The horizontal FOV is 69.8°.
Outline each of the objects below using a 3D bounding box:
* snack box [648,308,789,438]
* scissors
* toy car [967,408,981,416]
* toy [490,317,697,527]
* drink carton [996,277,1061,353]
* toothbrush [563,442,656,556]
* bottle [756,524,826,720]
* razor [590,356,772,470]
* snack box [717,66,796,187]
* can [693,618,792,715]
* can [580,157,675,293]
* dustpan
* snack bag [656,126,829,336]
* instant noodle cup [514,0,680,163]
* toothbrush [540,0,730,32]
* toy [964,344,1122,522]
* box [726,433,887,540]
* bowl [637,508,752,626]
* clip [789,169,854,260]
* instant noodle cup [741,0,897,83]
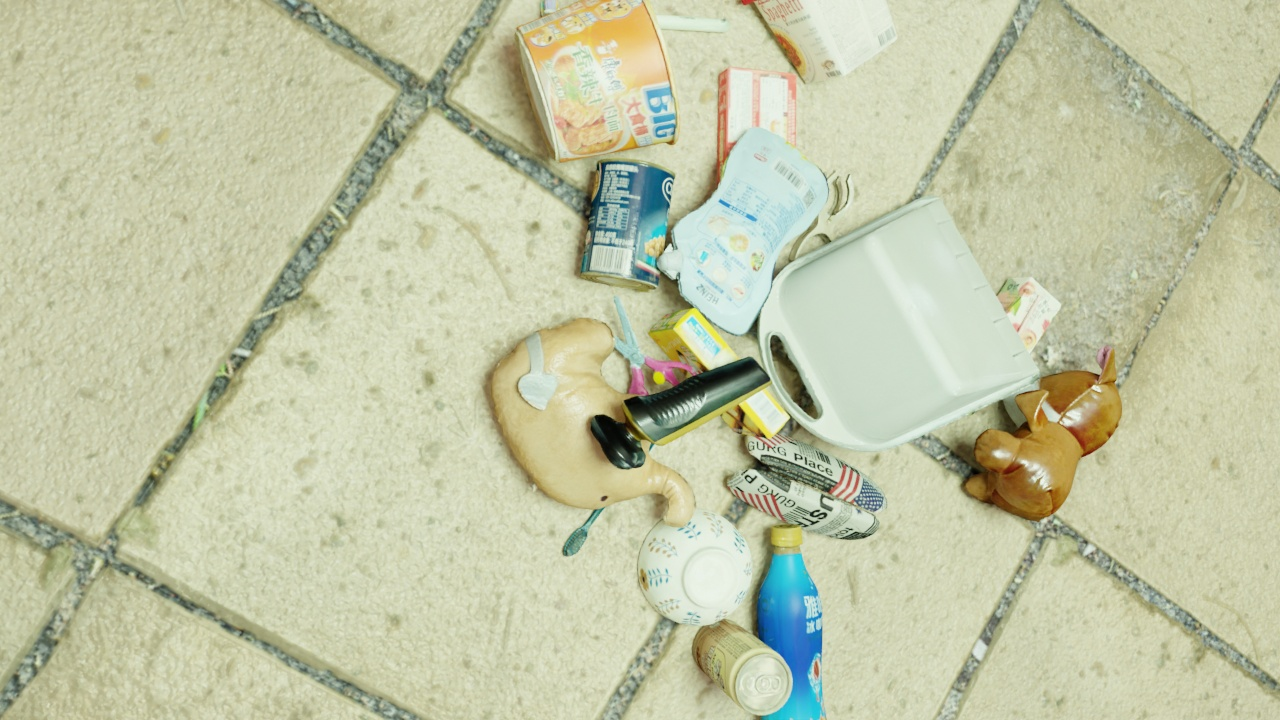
[{"bbox_3d":[0.073,0.013,0.873,0.033,0.087,0.140,-42,100,-12],"label":"snack box"},{"bbox_3d":[-0.006,0.006,0.876,0.134,0.017,0.113,36,121,10],"label":"scissors"},{"bbox_3d":[0.312,0.038,0.960,0.091,0.043,0.036,5,91,-16],"label":"toy car"},{"bbox_3d":[-0.044,0.073,0.846,0.143,0.082,0.226,-34,101,1],"label":"toy"},{"bbox_3d":[0.391,-0.026,0.980,0.053,0.045,0.122,38,81,-13],"label":"drink carton"},{"bbox_3d":[-0.014,0.111,0.886,0.016,0.018,0.191,39,81,-11],"label":"toothbrush"},{"bbox_3d":[0.148,0.272,0.904,0.065,0.065,0.218,-3,91,-15],"label":"bottle"},{"bbox_3d":[0.039,0.043,0.803,0.167,0.062,0.068,-25,135,-12],"label":"razor"},{"bbox_3d":[0.116,-0.212,0.917,0.075,0.025,0.153,1,90,-16],"label":"snack box"},{"bbox_3d":[0.094,0.286,0.863,0.058,0.116,0.058,0,89,-15],"label":"can"},{"bbox_3d":[-0.012,-0.124,0.857,0.075,0.075,0.111,9,88,-15],"label":"can"},{"bbox_3d":[0.242,-0.028,0.904,0.257,0.143,0.222,-16,77,-51],"label":"dustpan"},{"bbox_3d":[0.098,-0.123,0.862,0.110,0.039,0.190,40,70,-16],"label":"snack bag"},{"bbox_3d":[-0.042,-0.250,0.819,0.111,0.151,0.151,-19,95,-6],"label":"instant noodle cup"},{"bbox_3d":[-0.002,-0.333,0.890,0.189,0.029,0.020,0,132,-16],"label":"toothbrush"},{"bbox_3d":[0.426,0.074,0.963,0.199,0.140,0.130,-37,57,-14],"label":"toy"},{"bbox_3d":[0.171,0.118,0.920,0.163,0.076,0.087,25,62,-11],"label":"box"},{"bbox_3d":[0.059,0.204,0.883,0.113,0.062,0.113,0,91,-15],"label":"bowl"},{"bbox_3d":[0.186,-0.143,0.934,0.071,0.035,0.100,13,95,-15],"label":"clip"},{"bbox_3d":[0.180,-0.347,0.896,0.116,0.116,0.124,-36,110,-12],"label":"instant noodle cup"}]
